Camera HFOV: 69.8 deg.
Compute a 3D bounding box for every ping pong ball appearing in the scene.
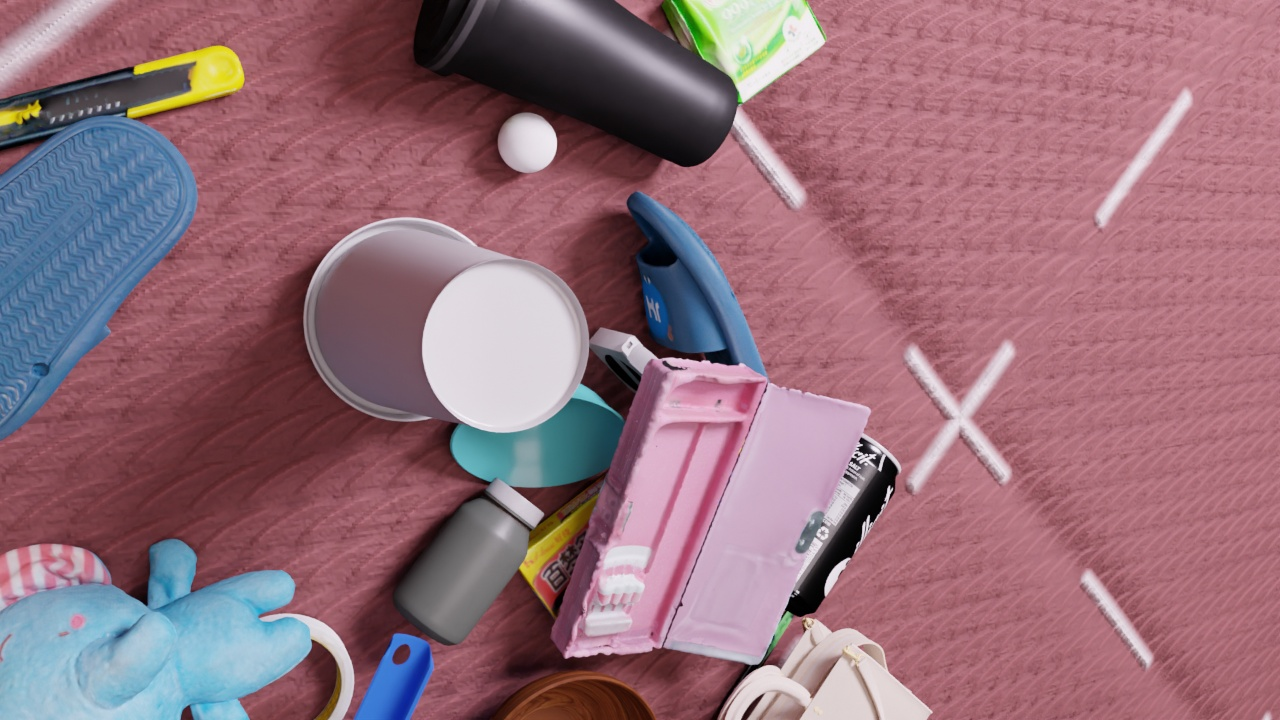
[{"bbox_3d":[-0.077,-0.149,0.628,0.040,0.040,0.040,-3,97,-27],"label":"ping pong ball"}]

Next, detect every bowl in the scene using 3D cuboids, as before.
[{"bbox_3d":[-0.064,0.290,0.671,0.147,0.069,0.147,-3,97,-28],"label":"bowl"},{"bbox_3d":[-0.070,0.039,0.637,0.121,0.121,0.046,15,49,-28],"label":"bowl"}]

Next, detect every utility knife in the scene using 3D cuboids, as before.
[{"bbox_3d":[-0.319,-0.142,0.518,0.186,0.020,0.029,-24,105,-22],"label":"utility knife"}]

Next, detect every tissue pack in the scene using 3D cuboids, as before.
[{"bbox_3d":[0.081,-0.256,0.701,0.113,0.034,0.099,-40,110,-20],"label":"tissue pack"}]

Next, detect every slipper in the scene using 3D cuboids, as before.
[{"bbox_3d":[0.042,-0.024,0.671,0.059,0.104,0.214,-30,107,-8],"label":"slipper"},{"bbox_3d":[-0.334,-0.046,0.501,0.104,0.059,0.213,43,88,-15],"label":"slipper"}]

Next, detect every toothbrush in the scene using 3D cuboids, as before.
[{"bbox_3d":[0.084,0.278,0.780,0.014,0.017,0.187,46,72,-28],"label":"toothbrush"}]

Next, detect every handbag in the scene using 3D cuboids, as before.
[{"bbox_3d":[0.125,0.300,0.734,0.194,0.101,0.198,-52,129,-11],"label":"handbag"}]

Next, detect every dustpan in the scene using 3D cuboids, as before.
[{"bbox_3d":[-0.203,0.284,0.585,0.245,0.059,0.257,24,92,-27],"label":"dustpan"}]

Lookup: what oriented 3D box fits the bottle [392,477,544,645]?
[{"bbox_3d":[-0.116,0.137,0.631,0.060,0.060,0.108,43,77,-25],"label":"bottle"}]

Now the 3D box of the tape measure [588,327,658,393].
[{"bbox_3d":[-0.004,0.004,0.671,0.016,0.064,0.065,-50,119,-14],"label":"tape measure"}]

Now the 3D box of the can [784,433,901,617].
[{"bbox_3d":[0.144,0.130,0.752,0.080,0.080,0.146,43,76,-24],"label":"can"}]

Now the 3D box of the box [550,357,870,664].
[{"bbox_3d":[0.046,0.114,0.659,0.180,0.050,0.233,12,110,-26],"label":"box"}]

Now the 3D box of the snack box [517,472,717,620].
[{"bbox_3d":[-0.019,0.128,0.695,0.152,0.025,0.075,-36,111,-15],"label":"snack box"}]

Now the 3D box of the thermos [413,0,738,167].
[{"bbox_3d":[-0.039,-0.204,0.612,0.218,0.106,0.106,19,87,-33],"label":"thermos"}]

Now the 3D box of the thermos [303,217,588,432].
[{"bbox_3d":[-0.111,-0.018,0.523,0.131,0.222,0.131,-3,97,-27],"label":"thermos"}]

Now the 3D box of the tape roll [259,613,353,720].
[{"bbox_3d":[-0.237,0.214,0.601,0.094,0.019,0.094,-3,97,-27],"label":"tape roll"}]

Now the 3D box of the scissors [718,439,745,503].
[{"bbox_3d":[0.060,0.082,0.741,0.097,0.020,0.132,32,82,-22],"label":"scissors"}]

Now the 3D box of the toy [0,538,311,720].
[{"bbox_3d":[-0.281,0.175,0.519,0.180,0.115,0.183,-18,73,-26],"label":"toy"}]
